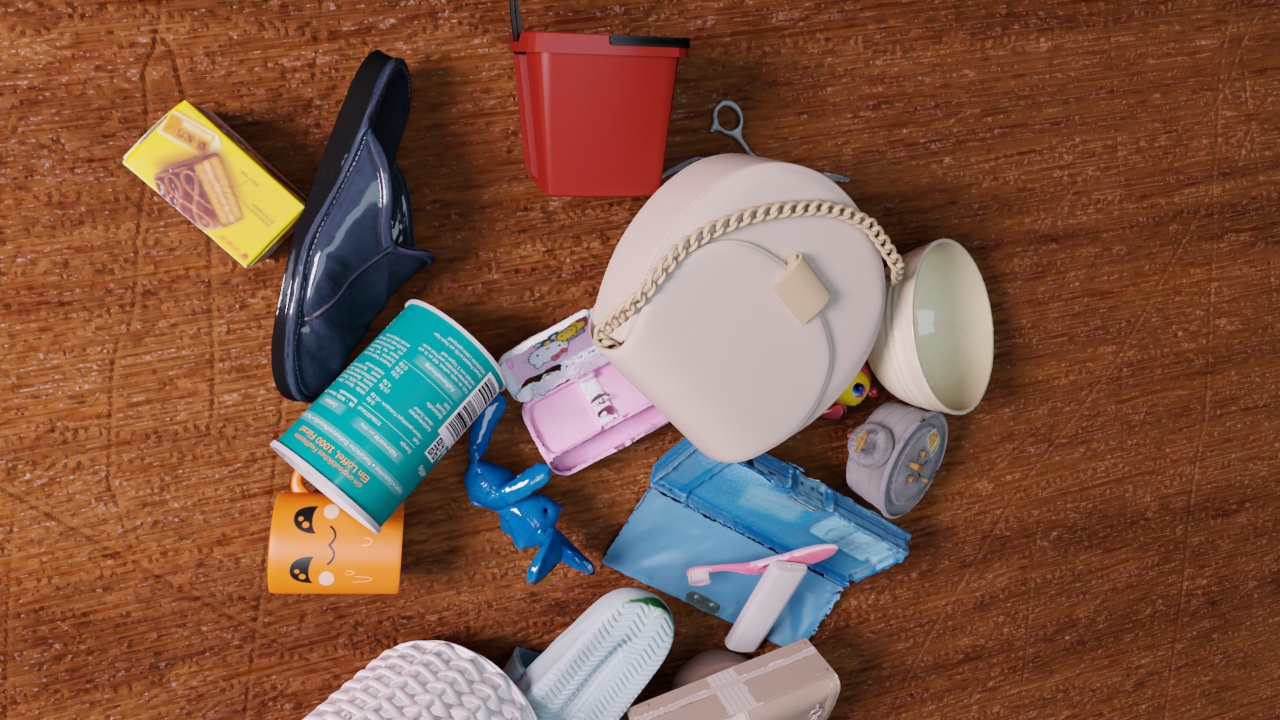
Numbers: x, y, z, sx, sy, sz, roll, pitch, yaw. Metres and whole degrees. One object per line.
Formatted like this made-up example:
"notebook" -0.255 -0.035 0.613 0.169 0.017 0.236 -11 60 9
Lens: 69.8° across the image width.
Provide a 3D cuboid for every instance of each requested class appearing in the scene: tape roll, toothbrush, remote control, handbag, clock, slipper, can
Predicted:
"tape roll" 0.075 0.320 0.859 0.093 0.030 0.094 -2 100 -14
"toothbrush" 0.106 0.179 0.802 0.135 0.016 0.022 -12 133 9
"remote control" 0.112 0.223 0.825 0.033 0.012 0.131 9 131 -13
"handbag" 0.088 0.369 0.831 0.175 0.062 0.198 -15 119 -18
"clock" 0.224 0.084 0.813 0.147 0.056 0.104 22 94 -50
"handbag" 0.077 -0.045 0.697 0.208 0.103 0.210 -47 121 -4
"slipper" -0.065 0.279 0.792 0.104 0.074 0.246 34 107 -25
"can" -0.183 0.040 0.681 0.099 0.099 0.143 46 68 -17
"slipper" -0.195 -0.088 0.678 0.083 0.109 0.265 18 91 -1

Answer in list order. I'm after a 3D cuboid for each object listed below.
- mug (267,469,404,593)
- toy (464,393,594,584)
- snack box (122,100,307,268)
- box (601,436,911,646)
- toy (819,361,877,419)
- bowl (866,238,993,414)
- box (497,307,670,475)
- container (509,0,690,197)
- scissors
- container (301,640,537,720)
"mug" -0.238 0.127 0.729 0.096 0.078 0.112 4 79 -15
"toy" -0.098 0.113 0.744 0.071 0.113 0.176 -30 89 -5
"snack box" -0.299 -0.127 0.662 0.061 0.083 0.106 -47 107 -2
"box" 0.104 0.160 0.833 0.231 0.060 0.176 30 116 -17
"toy" 0.174 0.011 0.814 0.103 0.046 0.084 6 95 -49
"bowl" 0.242 -0.026 0.805 0.150 0.075 0.150 7 80 -45
"box" -0.006 0.001 0.747 0.201 0.101 0.111 -28 80 -8
"container" -0.038 -0.229 0.676 0.127 0.148 0.201 -3 109 -13
"scissors" 0.100 -0.157 0.792 0.130 0.014 0.153 -46 103 -3
"container" -0.189 0.333 0.679 0.189 0.186 0.189 3 100 18
